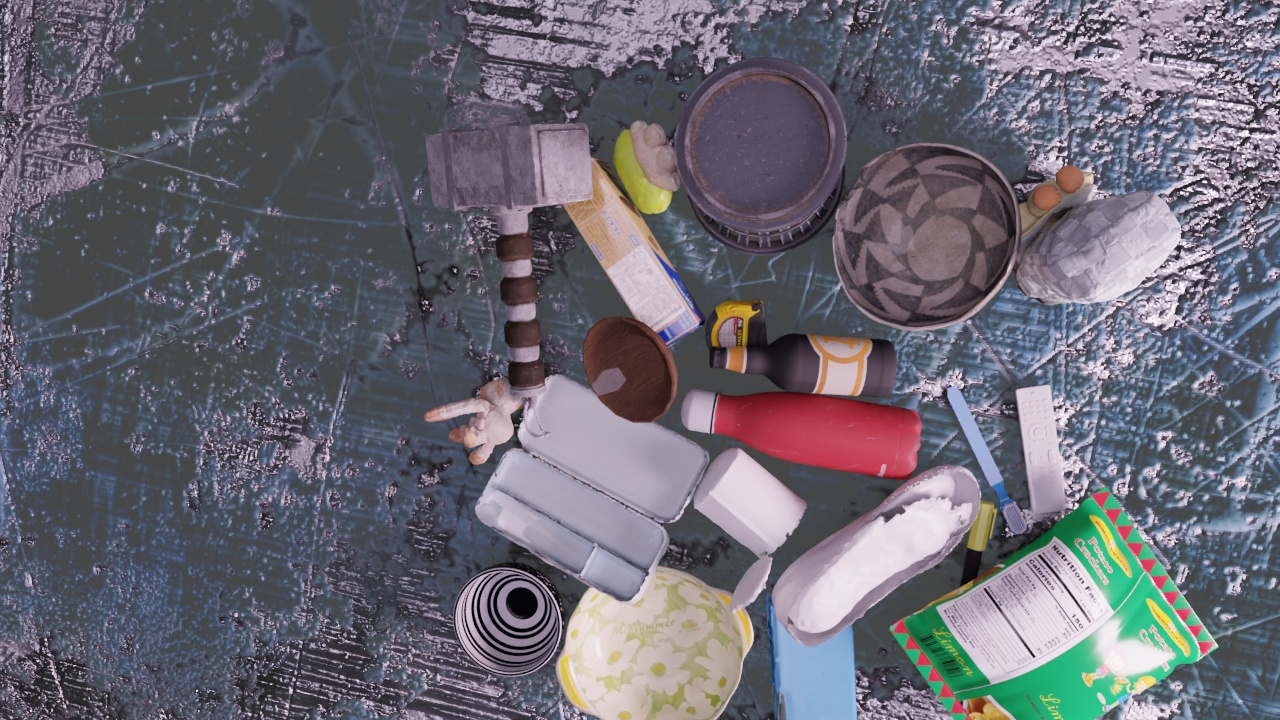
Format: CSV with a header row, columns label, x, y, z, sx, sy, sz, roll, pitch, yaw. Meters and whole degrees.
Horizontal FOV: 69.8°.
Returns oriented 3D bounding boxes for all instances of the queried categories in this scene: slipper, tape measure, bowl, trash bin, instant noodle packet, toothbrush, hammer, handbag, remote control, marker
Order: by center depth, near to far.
label,x,y,z,sx,sy,sz,roll,pitch,yaw
handbag,0.401,-0.116,0.835,0.113,0.171,0.123,-35,89,10
trash bin,0.112,-0.183,0.846,0.164,0.227,0.164,1,95,9
bowl,0.283,-0.115,0.891,0.179,0.081,0.178,-1,88,36
instant noodle packet,0.408,0.275,0.911,0.253,0.090,0.195,-35,92,6
slipper,0.239,0.191,0.928,0.246,0.074,0.112,-36,122,-4
remote control,0.407,0.090,0.934,0.033,0.012,0.131,-9,94,7
bowl,-0.006,0.005,0.941,0.118,0.030,0.118,18,122,32
toothbrush,0.355,0.103,0.943,0.016,0.014,0.166,-26,90,10
hammer,-0.127,-0.082,0.944,0.177,0.079,0.326,8,108,42
marker,0.347,0.207,0.952,0.021,0.017,0.124,10,98,8
tape measure,0.099,-0.031,0.958,0.064,0.037,0.066,-7,108,4
bowl,0.017,0.305,0.992,0.219,0.060,0.188,-25,90,9
bowl,-0.138,0.277,1.010,0.120,0.066,0.120,1,95,9

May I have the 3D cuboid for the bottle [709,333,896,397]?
label,x,y,z,sx,sy,sz,roll,pitch,yaw
bottle,0.161,0.003,0.925,0.181,0.059,0.059,4,96,-2

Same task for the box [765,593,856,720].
label,x,y,z,sx,sy,sz,roll,pitch,yaw
box,0.184,0.362,0.987,0.093,0.052,0.231,-5,95,-7

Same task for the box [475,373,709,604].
label,x,y,z,sx,sy,sz,roll,pitch,yaw
box,-0.053,0.132,0.975,0.209,0.037,0.188,24,79,15

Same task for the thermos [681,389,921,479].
label,x,y,z,sx,sy,sz,roll,pitch,yaw
thermos,0.160,0.068,0.941,0.240,0.073,0.073,9,96,9

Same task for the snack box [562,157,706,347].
label,x,y,z,sx,sy,sz,roll,pitch,yaw
snack box,-0.010,-0.110,0.960,0.056,0.057,0.206,-32,90,14

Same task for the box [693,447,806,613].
label,x,y,z,sx,sy,sz,roll,pitch,yaw
box,0.094,0.169,0.932,0.106,0.149,0.081,37,139,2

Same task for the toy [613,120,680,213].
label,x,y,z,sx,sy,sz,roll,pitch,yaw
toy,0.008,-0.197,0.925,0.046,0.115,0.092,-26,88,-19

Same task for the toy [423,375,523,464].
label,x,y,z,sx,sy,sz,roll,pitch,yaw
toy,-0.168,0.053,0.992,0.106,0.085,0.074,-43,54,-8
